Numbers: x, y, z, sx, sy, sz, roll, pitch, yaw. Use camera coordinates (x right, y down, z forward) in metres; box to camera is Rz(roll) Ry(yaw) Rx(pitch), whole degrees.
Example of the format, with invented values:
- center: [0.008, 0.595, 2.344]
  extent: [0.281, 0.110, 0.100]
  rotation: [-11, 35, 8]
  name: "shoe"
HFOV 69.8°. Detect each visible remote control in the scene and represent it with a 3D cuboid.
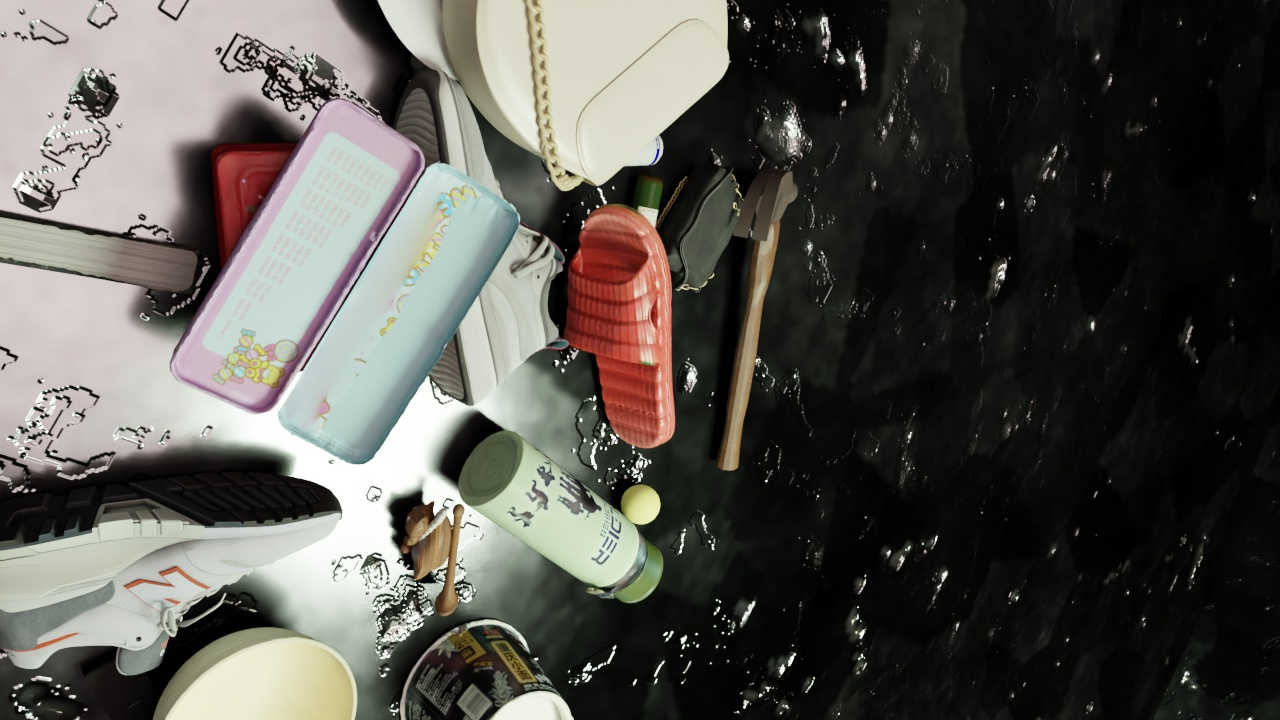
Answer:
- center: [-0.377, 0.285, 0.705]
  extent: [0.034, 0.013, 0.150]
  rotation: [-30, 121, -32]
  name: "remote control"
- center: [-0.365, -0.071, 0.602]
  extent: [0.136, 0.013, 0.033]
  rotation: [10, 99, -41]
  name: "remote control"

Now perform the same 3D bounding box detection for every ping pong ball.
- center: [0.000, 0.147, 0.936]
  extent: [0.040, 0.040, 0.040]
  rotation: [-12, 111, -35]
  name: "ping pong ball"

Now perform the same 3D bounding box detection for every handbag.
- center: [-0.033, -0.253, 0.686]
  extent: [0.210, 0.103, 0.208]
  rotation: [-43, 132, -10]
  name: "handbag"
- center: [0.062, -0.127, 0.890]
  extent: [0.079, 0.054, 0.128]
  rotation: [37, 78, -43]
  name: "handbag"

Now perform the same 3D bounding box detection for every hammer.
- center: [0.114, -0.036, 0.956]
  extent: [0.115, 0.033, 0.323]
  rotation: [-32, 133, -62]
  name: "hammer"

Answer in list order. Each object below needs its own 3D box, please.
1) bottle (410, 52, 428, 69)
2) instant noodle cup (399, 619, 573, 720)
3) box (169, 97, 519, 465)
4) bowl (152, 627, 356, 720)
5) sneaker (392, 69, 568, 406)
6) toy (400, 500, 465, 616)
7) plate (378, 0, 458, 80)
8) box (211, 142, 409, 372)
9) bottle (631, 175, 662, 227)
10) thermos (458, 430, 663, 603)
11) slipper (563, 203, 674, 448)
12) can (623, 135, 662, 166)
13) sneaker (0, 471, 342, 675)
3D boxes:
- center: [-0.164, -0.275, 0.681]
  extent: [0.030, 0.030, 0.113]
  rotation: [-7, 108, -36]
  name: "bottle"
- center: [-0.135, 0.326, 0.842]
  extent: [0.137, 0.112, 0.137]
  rotation: [-12, 111, -34]
  name: "instant noodle cup"
- center: [-0.192, -0.046, 0.608]
  extent: [0.151, 0.035, 0.214]
  rotation: [32, 95, -20]
  name: "box"
- center: [-0.307, 0.270, 0.711]
  extent: [0.150, 0.075, 0.151]
  rotation: [-14, 112, -40]
  name: "bowl"
- center: [-0.121, -0.100, 0.736]
  extent: [0.128, 0.097, 0.263]
  rotation: [-25, 119, -38]
  name: "sneaker"
- center: [-0.181, 0.167, 0.799]
  extent: [0.055, 0.041, 0.102]
  rotation: [10, 109, -4]
  name: "toy"
- center: [-0.121, -0.306, 0.683]
  extent: [0.188, 0.016, 0.189]
  rotation: [-22, 119, -47]
  name: "plate"
- center: [-0.234, -0.078, 0.659]
  extent: [0.133, 0.110, 0.158]
  rotation: [-5, 111, -25]
  name: "box"
- center: [0.000, -0.119, 0.861]
  extent: [0.025, 0.025, 0.106]
  rotation: [4, 101, -39]
  name: "bottle"
- center: [-0.066, 0.159, 0.863]
  extent: [0.082, 0.082, 0.231]
  rotation: [-54, 129, -11]
  name: "thermos"
- center: [-0.022, -0.019, 0.827]
  extent: [0.059, 0.104, 0.249]
  rotation: [-36, 131, -41]
  name: "slipper"
- center: [-0.025, -0.189, 0.815]
  extent: [0.095, 0.032, 0.032]
  rotation: [-11, 110, -35]
  name: "can"
- center: [-0.340, 0.155, 0.654]
  extent: [0.239, 0.089, 0.124]
  rotation: [0, 108, -29]
  name: "sneaker"
